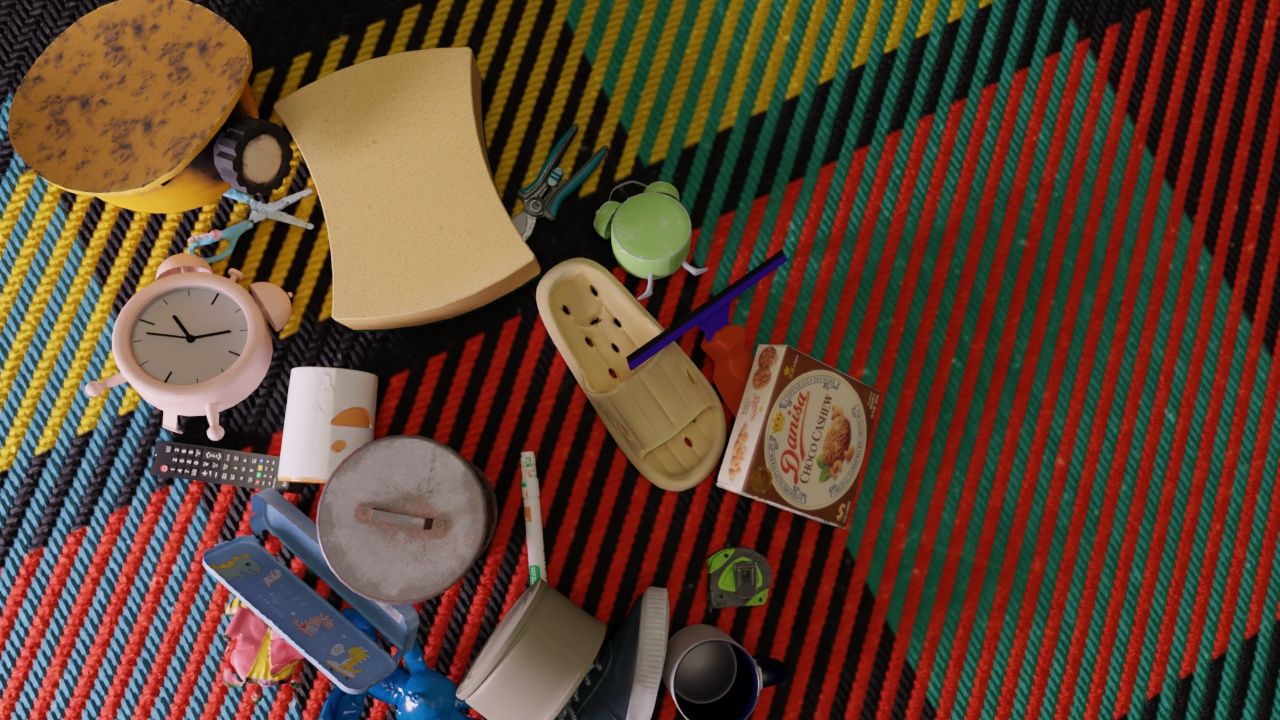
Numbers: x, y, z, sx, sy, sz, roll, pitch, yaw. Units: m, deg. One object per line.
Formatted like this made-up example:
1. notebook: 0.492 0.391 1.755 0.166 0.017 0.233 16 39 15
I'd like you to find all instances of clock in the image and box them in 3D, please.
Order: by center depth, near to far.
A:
1. clock: -0.420 -0.014 0.874 0.131 0.086 0.160 20 72 -2
2. clock: 0.008 -0.132 0.928 0.094 0.043 0.119 -25 70 -11

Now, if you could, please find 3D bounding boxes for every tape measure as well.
1. tape measure: 0.096 0.212 0.897 0.065 0.036 0.058 -6 82 -5

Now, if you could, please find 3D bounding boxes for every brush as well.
1. brush: -0.223 -0.163 0.896 0.195 0.075 0.250 -17 84 -2

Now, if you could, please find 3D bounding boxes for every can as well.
1. can: -0.098 0.269 0.824 0.073 0.128 0.127 38 81 -3

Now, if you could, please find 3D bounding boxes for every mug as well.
1. mug: 0.079 0.291 0.853 0.112 0.097 0.078 -2 82 -5
2. mug: -0.292 0.064 0.863 0.082 0.082 0.105 4 81 -4

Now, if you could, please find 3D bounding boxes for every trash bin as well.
1. trash bin: -0.192 0.135 0.795 0.131 0.211 0.130 1 82 -5

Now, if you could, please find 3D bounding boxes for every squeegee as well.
1. squeegee: 0.104 0.023 0.908 0.248 0.055 0.185 -35 100 -37

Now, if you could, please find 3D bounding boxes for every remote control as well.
1. remote control: -0.396 0.103 0.882 0.147 0.015 0.033 8 81 -3

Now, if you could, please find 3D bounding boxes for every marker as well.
1. marker: -0.104 0.162 0.897 0.017 0.017 0.145 -5 83 -6

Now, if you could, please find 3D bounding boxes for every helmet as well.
1. helmet: -0.438 -0.215 0.858 0.255 0.131 0.205 21 74 22

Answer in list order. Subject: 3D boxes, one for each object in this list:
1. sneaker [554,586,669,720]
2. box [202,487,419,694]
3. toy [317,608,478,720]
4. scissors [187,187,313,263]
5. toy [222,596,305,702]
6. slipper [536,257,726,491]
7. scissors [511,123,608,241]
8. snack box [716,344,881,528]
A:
1. sneaker: -0.034 0.318 0.850 0.087 0.089 0.235 17 85 2
2. box: -0.299 0.206 0.815 0.210 0.073 0.078 34 37 20
3. toy: -0.218 0.308 0.844 0.176 0.071 0.112 22 70 -1
4. scissors: -0.399 -0.158 0.923 0.138 0.015 0.119 -26 83 -11
5. toy: -0.348 0.260 0.852 0.084 0.046 0.103 -19 79 6
6. slipper: -0.005 0.005 0.898 0.111 0.079 0.261 -36 86 -12
7. scissors: -0.093 -0.182 0.946 0.131 0.019 0.149 -8 84 -3
8. snack box: 0.156 0.074 0.886 0.147 0.041 0.143 23 80 -33
